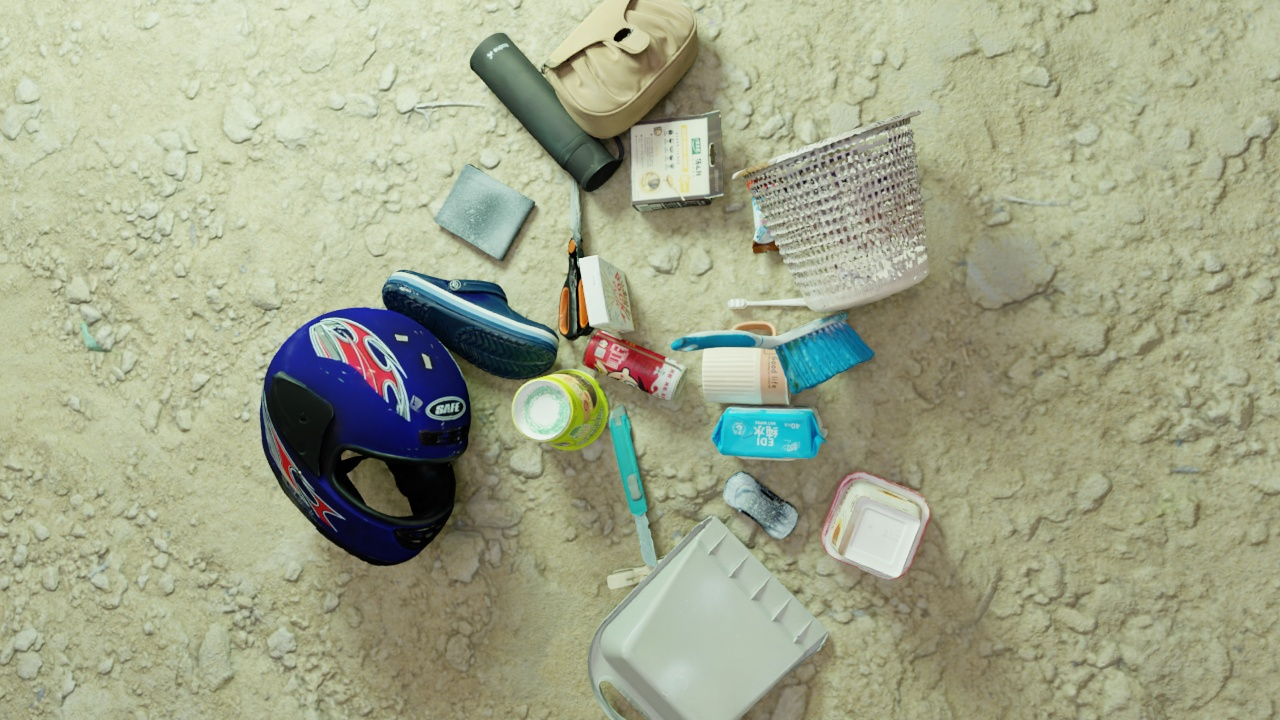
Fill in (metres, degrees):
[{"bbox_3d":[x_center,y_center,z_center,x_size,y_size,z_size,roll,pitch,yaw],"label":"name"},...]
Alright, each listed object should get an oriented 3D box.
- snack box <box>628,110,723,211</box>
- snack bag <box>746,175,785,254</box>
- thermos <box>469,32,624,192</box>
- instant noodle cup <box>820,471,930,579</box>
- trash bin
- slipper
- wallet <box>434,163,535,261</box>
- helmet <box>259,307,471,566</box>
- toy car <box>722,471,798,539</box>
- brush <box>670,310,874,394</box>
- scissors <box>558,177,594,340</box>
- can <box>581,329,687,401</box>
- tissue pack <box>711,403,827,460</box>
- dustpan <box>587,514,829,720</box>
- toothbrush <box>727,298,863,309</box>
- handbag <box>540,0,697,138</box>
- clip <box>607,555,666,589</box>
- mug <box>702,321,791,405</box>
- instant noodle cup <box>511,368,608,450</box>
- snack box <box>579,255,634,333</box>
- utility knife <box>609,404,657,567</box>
[{"bbox_3d":[0.049,-0.261,1.208,0.126,0.053,0.113,-2,87,12],"label":"snack box"},{"bbox_3d":[0.163,-0.191,1.194,0.045,0.026,0.105,-5,87,-8],"label":"snack bag"},{"bbox_3d":[-0.122,-0.341,1.249,0.089,0.069,0.242,-38,81,-24],"label":"thermos"},{"bbox_3d":[0.284,0.204,1.105,0.117,0.124,0.116,21,93,12],"label":"instant noodle cup"},{"bbox_3d":[0.246,-0.169,1.094,0.228,0.227,0.192,-18,98,11],"label":"trash bin"},{"bbox_3d":[-0.224,-0.059,1.246,0.253,0.105,0.095,23,57,2],"label":"slipper"},{"bbox_3d":[-0.219,-0.208,1.284,0.121,0.019,0.097,31,93,13],"label":"wallet"},{"bbox_3d":[-0.334,0.075,1.177,0.315,0.246,0.241,50,116,16],"label":"helmet"},{"bbox_3d":[0.154,0.186,1.182,0.105,0.031,0.049,36,95,12],"label":"toy car"},{"bbox_3d":[0.160,-0.009,1.068,0.061,0.313,0.109,-29,83,46],"label":"brush"},{"bbox_3d":[-0.076,-0.142,1.227,0.139,0.021,0.235,18,101,57],"label":"scissors"},{"bbox_3d":[-0.007,0.007,1.211,0.133,0.053,0.053,23,93,12],"label":"can"},{"bbox_3d":[0.164,0.090,1.152,0.140,0.090,0.063,1,95,13],"label":"tissue pack"},{"bbox_3d":[0.063,0.370,1.186,0.222,0.143,0.257,46,70,-2],"label":"dustpan"},{"bbox_3d":[0.203,-0.076,1.187,0.180,0.016,0.016,-1,89,12],"label":"toothbrush"},{"bbox_3d":[-0.024,-0.398,1.192,0.148,0.100,0.204,38,78,14],"label":"handbag"},{"bbox_3d":[0.008,0.280,1.205,0.100,0.074,0.034,-11,86,10],"label":"clip"},{"bbox_3d":[0.138,0.001,1.173,0.106,0.082,0.114,0,62,14],"label":"mug"},{"bbox_3d":[-0.110,0.065,1.196,0.112,0.123,0.111,0,88,12],"label":"instant noodle cup"},{"bbox_3d":[-0.041,-0.081,1.169,0.027,0.156,0.084,-11,86,11],"label":"snack box"},{"bbox_3d":[-0.009,0.164,1.211,0.029,0.013,0.219,-17,75,11],"label":"utility knife"}]
